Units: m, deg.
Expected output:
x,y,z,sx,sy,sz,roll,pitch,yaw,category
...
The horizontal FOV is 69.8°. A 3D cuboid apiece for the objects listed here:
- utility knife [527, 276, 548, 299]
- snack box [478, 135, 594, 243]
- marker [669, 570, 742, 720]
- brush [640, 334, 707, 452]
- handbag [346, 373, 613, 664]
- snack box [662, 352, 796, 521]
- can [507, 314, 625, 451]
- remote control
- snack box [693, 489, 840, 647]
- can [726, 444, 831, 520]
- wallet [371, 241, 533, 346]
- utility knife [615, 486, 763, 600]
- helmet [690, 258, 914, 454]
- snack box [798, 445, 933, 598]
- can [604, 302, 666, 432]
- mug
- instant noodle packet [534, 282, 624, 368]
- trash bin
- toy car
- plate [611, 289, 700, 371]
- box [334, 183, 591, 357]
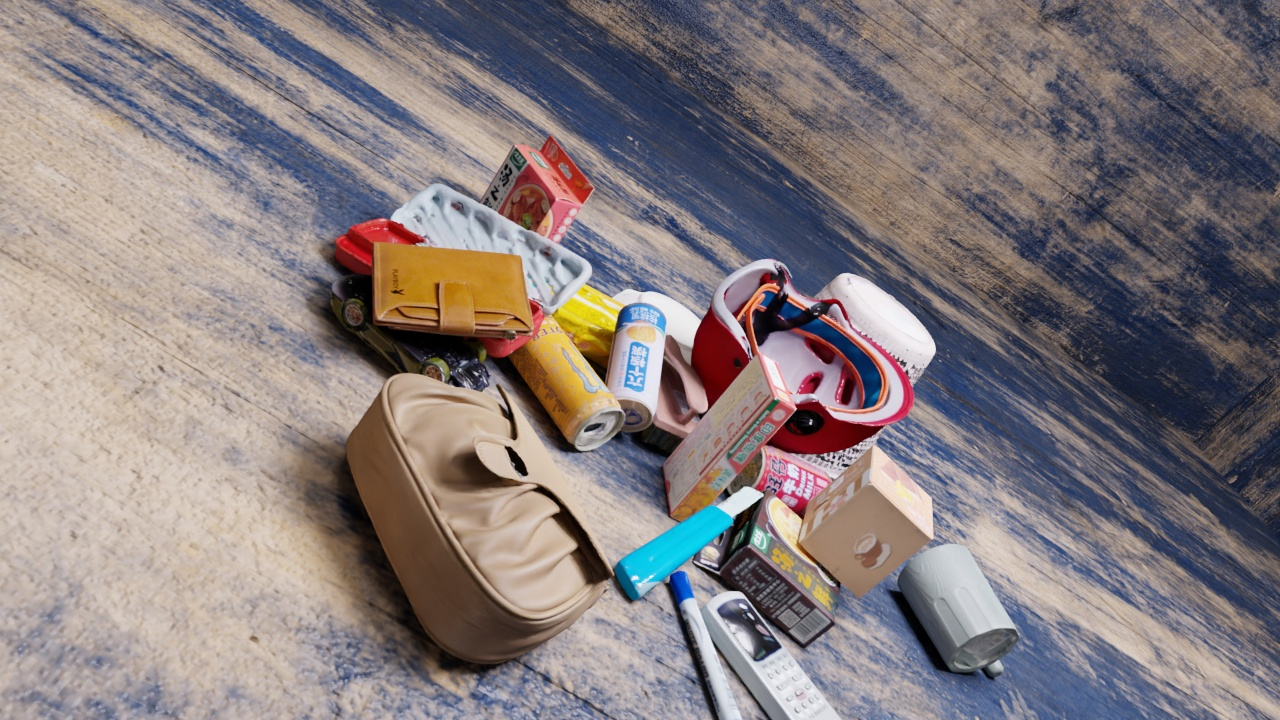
x,y,z,sx,sy,sz,roll,pitch,yaw,category
-0.134,-0.068,0.984,0.029,0.013,0.177,35,23,2,utility knife
-0.126,-0.185,1.063,0.044,0.127,0.113,8,37,-47,snack box
0.050,0.224,0.708,0.017,0.017,0.145,21,29,-32,marker
0.030,0.032,0.956,0.063,0.073,0.145,24,25,-24,brush
-0.105,0.096,0.625,0.147,0.100,0.204,7,41,-54,handbag
0.077,0.072,0.843,0.027,0.156,0.077,29,25,-21,snack box
-0.076,0.014,0.860,0.058,0.058,0.146,3,41,-51,can
0.106,0.250,0.732,0.058,0.021,0.150,0,44,-53,remote control
0.122,0.183,0.845,0.125,0.053,0.113,42,24,-2,snack box
0.141,0.127,0.941,0.093,0.067,0.066,26,27,-25,can
-0.159,-0.054,0.774,0.130,0.035,0.119,4,39,-20,wallet
0.050,0.148,0.792,0.034,0.018,0.207,41,36,21,utility knife
0.158,0.020,0.996,0.240,0.144,0.206,32,38,-6,helmet
0.211,0.149,0.857,0.077,0.093,0.094,44,22,1,snack box
-0.005,0.005,0.916,0.053,0.053,0.134,28,43,-19,can
0.336,0.266,0.957,0.124,0.084,0.103,50,12,-41,mug
-0.055,-0.042,1.006,0.128,0.044,0.110,31,31,-4,instant noodle packet
0.251,0.008,1.152,0.227,0.192,0.227,30,26,-16,trash bin
-0.196,-0.020,0.777,0.158,0.042,0.070,38,28,9,toy car
0.036,-0.037,1.134,0.163,0.034,0.164,38,25,1,plate
-0.165,-0.091,0.866,0.201,0.050,0.160,30,43,14,box
